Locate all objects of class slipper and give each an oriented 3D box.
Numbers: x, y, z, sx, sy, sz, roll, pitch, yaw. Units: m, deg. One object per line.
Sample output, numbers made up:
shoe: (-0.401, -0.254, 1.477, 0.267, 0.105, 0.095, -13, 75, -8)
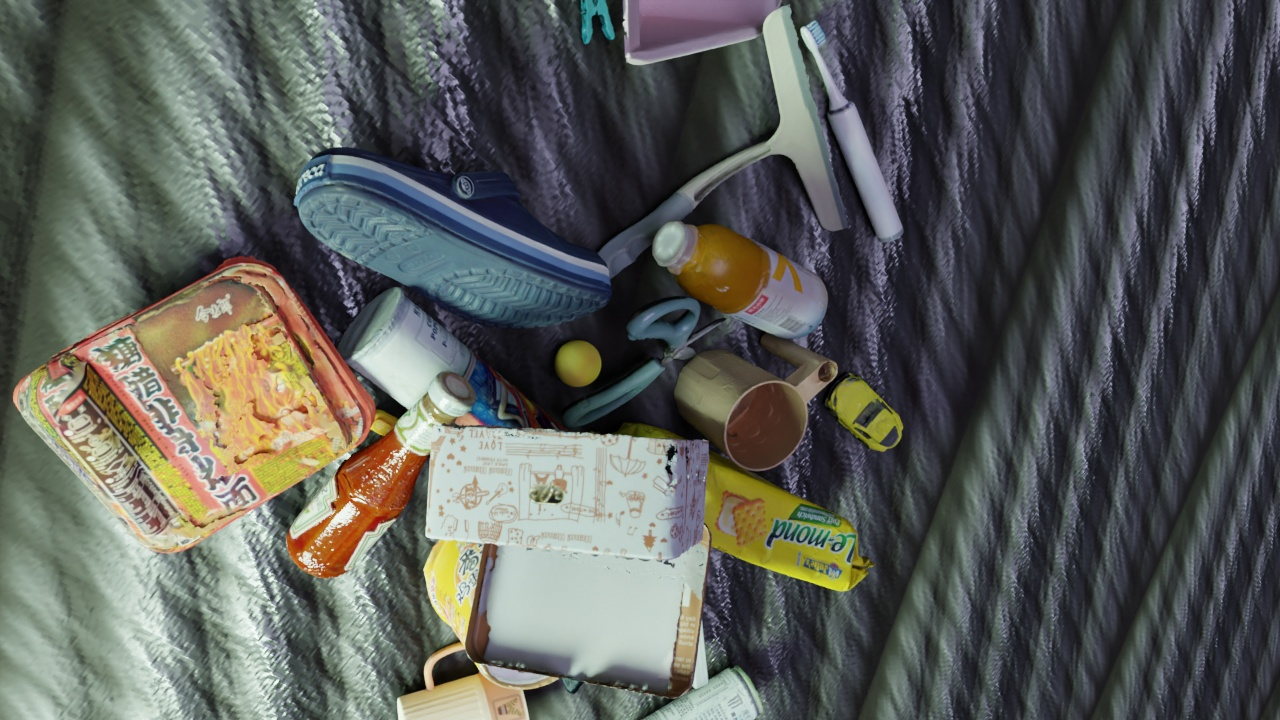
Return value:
slipper: (-0.134, -0.097, 0.688, 0.252, 0.105, 0.095, 21, 63, -40)

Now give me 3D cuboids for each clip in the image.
clip: (-0.036, -0.275, 0.711, 0.049, 0.015, 0.057, -18, 116, -16)

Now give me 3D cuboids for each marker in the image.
marker: (-0.175, 0.076, 0.770, 0.124, 0.015, 0.018, 36, 95, -32)

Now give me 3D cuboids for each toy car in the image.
toy car: (0.233, 0.056, 0.945, 0.105, 0.032, 0.048, 40, 89, -29)

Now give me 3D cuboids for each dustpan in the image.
dustpan: (0.057, -0.330, 0.629, 0.139, 0.273, 0.223, -1, 113, 1)

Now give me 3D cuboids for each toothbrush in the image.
toothbrush: (0.192, -0.204, 0.837, 0.026, 0.027, 0.221, -34, 118, -5)

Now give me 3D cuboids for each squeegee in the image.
squeegee: (0.046, -0.137, 0.785, 0.246, 0.039, 0.246, -35, 138, -2)

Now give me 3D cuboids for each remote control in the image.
remote control: (0.044, 0.258, 0.914, 0.019, 0.056, 0.135, -16, 113, -21)

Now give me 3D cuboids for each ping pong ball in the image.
ping pong ball: (-0.054, 0.003, 0.786, 0.040, 0.040, 0.040, -8, 111, -23)

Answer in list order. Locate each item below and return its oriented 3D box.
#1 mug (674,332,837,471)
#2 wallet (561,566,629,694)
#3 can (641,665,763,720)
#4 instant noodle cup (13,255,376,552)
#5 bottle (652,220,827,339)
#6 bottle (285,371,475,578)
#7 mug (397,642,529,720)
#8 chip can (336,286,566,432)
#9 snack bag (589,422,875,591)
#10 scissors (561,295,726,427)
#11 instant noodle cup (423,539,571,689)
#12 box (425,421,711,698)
mug: (0.102, 0.028, 0.831, 0.124, 0.103, 0.084, -42, 120, -7)
wallet: (-0.041, 0.232, 0.841, 0.019, 0.097, 0.121, 39, 88, -26)
can: (0.053, 0.380, 0.960, 0.146, 0.058, 0.058, -26, 117, -15)
instant noodle cup: (-0.306, 0.026, 0.654, 0.188, 0.079, 0.164, -31, 118, -11)
bottle: (0.087, -0.071, 0.790, 0.189, 0.068, 0.068, 19, 99, -43)
bottle: (-0.196, 0.087, 0.698, 0.059, 0.059, 0.206, 29, 117, -30)
mug: (-0.162, 0.316, 0.831, 0.105, 0.082, 0.114, -8, 84, -21)
chip can: (-0.137, 0.035, 0.741, 0.071, 0.071, 0.214, -48, 121, -3)
snack bag: (0.084, 0.130, 0.829, 0.246, 0.158, 0.068, 26, 89, -31)
scissors: (-0.005, 0.004, 0.780, 0.179, 0.019, 0.170, -39, 162, 10)
instant noodle cup: (-0.106, 0.207, 0.795, 0.137, 0.110, 0.138, -8, 112, -21)
box: (-0.051, 0.145, 0.648, 0.183, 0.157, 0.193, 3, 84, 14)
